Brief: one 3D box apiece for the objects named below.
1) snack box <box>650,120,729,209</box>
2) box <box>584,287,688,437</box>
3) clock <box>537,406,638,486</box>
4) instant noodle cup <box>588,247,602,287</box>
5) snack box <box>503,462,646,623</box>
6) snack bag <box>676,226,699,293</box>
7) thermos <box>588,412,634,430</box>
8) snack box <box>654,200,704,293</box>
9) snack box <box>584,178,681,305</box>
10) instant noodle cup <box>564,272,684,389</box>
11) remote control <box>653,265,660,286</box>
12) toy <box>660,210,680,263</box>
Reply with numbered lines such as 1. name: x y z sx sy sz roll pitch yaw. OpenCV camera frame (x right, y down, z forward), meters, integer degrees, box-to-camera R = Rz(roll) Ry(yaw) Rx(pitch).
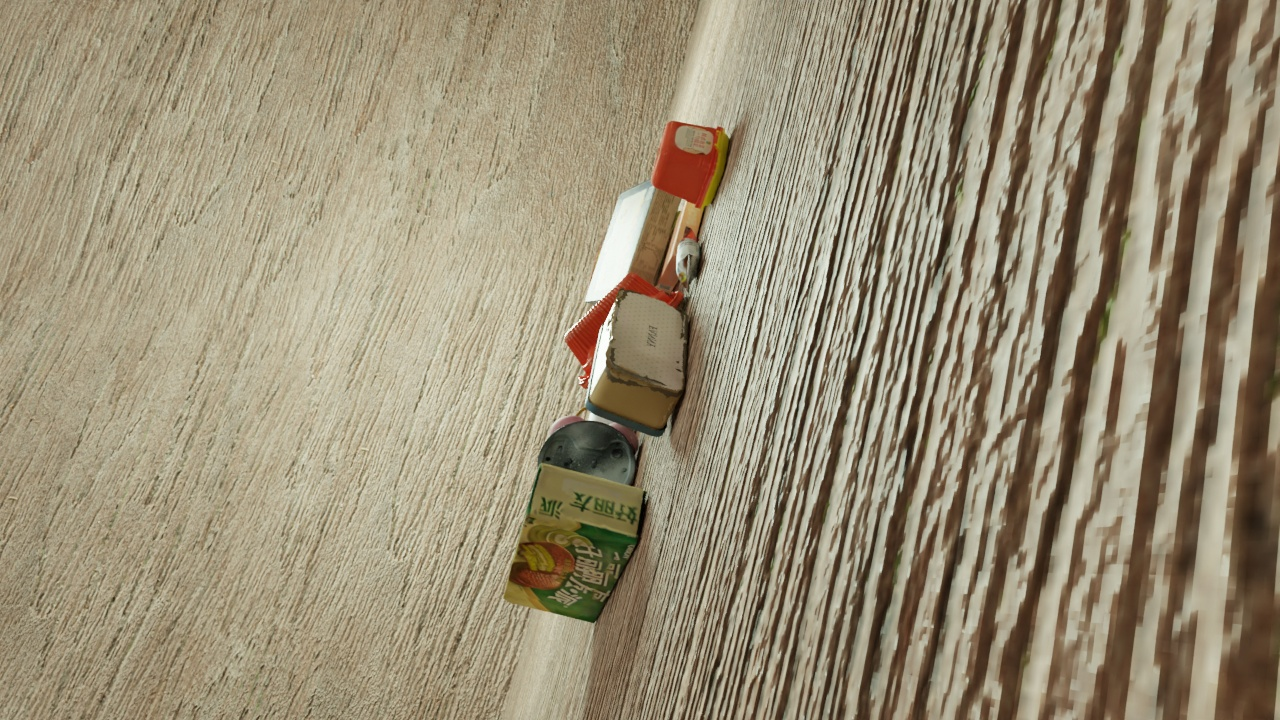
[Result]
1. snack box: 0.059 -0.241 1.106 0.082 0.080 0.091 111 173 -47
2. box: -0.001 0.001 0.934 0.183 0.090 0.063 -78 12 -57
3. clock: -0.062 0.121 1.118 0.060 0.117 0.158 91 -173 -57
4. instant noodle cup: -0.016 -0.153 1.482 0.124 0.116 0.116 113 172 -63
5. snack box: -0.077 0.203 0.992 0.241 0.114 0.063 112 172 -52
6. snack bag: 0.055 -0.119 1.071 0.104 0.026 0.048 -81 -4 -60
7. thermos: -0.055 0.157 1.219 0.073 0.073 0.223 114 170 -63
8. snack box: 0.051 -0.151 1.227 0.157 0.026 0.084 125 161 -76
9. snack box: -0.011 -0.163 1.314 0.183 0.045 0.178 -175 103 -72
10. instant noodle cup: -0.029 -0.042 1.141 0.164 0.079 0.189 -44 4 -2
11. remote control: -0.004 -0.113 1.410 0.135 0.056 0.019 138 146 -57
12. toy: 0.046 -0.177 1.364 0.100 0.031 0.097 -73 0 -78
